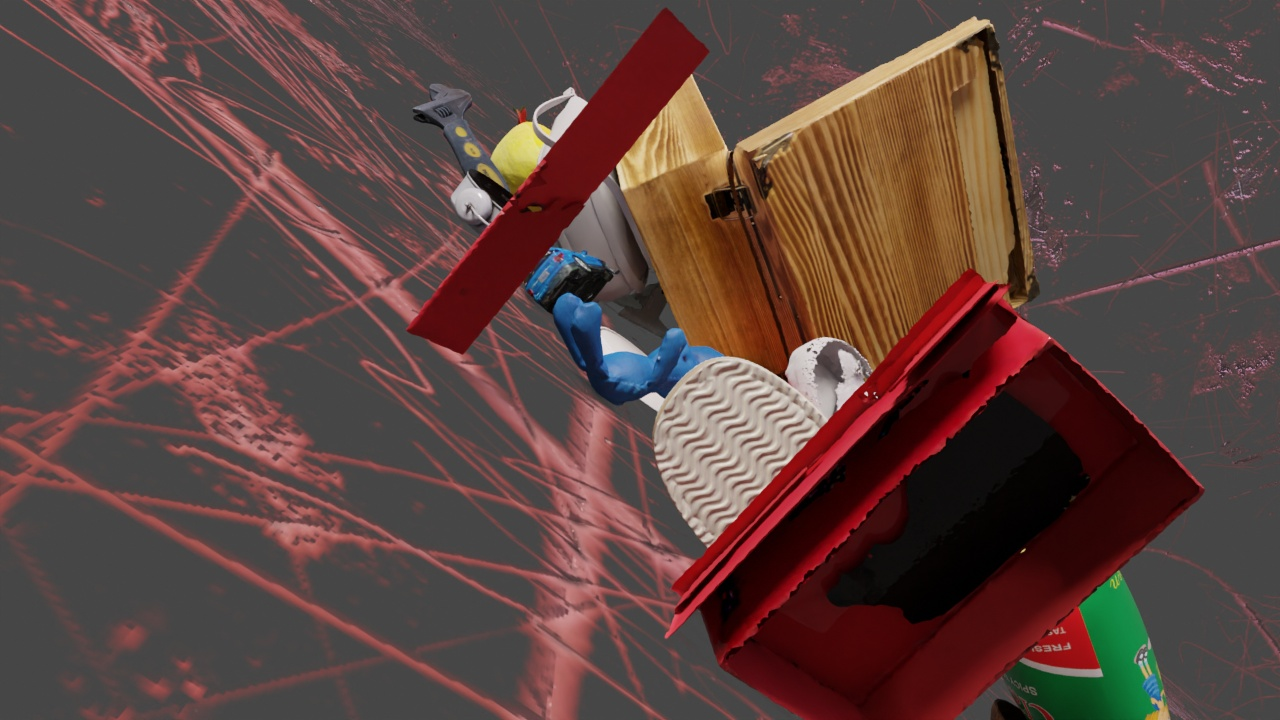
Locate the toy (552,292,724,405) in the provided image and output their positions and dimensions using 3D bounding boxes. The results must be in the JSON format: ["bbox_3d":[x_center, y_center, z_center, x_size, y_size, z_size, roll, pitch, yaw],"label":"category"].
[{"bbox_3d":[0.011,0.006,0.666,0.176,0.071,0.113,18,10,-38],"label":"toy"}]

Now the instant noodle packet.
[{"bbox_3d":[0.275,0.178,0.602,0.195,0.090,0.252,8,64,-78],"label":"instant noodle packet"}]

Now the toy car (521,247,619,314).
[{"bbox_3d":[-0.061,-0.071,0.786,0.043,0.056,0.120,42,12,12],"label":"toy car"}]

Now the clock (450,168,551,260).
[{"bbox_3d":[-0.129,-0.129,0.835,0.094,0.035,0.122,39,12,-13],"label":"clock"}]

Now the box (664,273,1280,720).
[{"bbox_3d":[0.139,0.095,0.398,0.164,0.214,0.153,36,11,-25],"label":"box"}]

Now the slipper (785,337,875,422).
[{"bbox_3d":[0.181,0.092,0.739,0.247,0.075,0.112,62,37,-18],"label":"slipper"}]

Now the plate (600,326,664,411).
[{"bbox_3d":[-0.005,0.004,0.794,0.134,0.011,0.134,39,11,-9],"label":"plate"}]

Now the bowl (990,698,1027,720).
[{"bbox_3d":[0.271,0.279,0.620,0.114,0.026,0.102,28,17,-53],"label":"bowl"}]

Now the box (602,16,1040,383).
[{"bbox_3d":[0.172,-0.133,0.846,0.285,0.335,0.279,-96,165,-55],"label":"box"}]

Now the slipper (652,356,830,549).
[{"bbox_3d":[0.111,0.102,0.563,0.263,0.115,0.052,45,-3,-12],"label":"slipper"}]

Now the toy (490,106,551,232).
[{"bbox_3d":[-0.100,-0.187,1.035,0.207,0.092,0.134,53,0,10],"label":"toy"}]

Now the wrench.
[{"bbox_3d":[-0.194,-0.240,1.018,0.073,0.022,0.273,-14,46,-22],"label":"wrench"}]

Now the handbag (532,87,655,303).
[{"bbox_3d":[-0.036,-0.189,0.947,0.222,0.096,0.216,-82,154,-50],"label":"handbag"}]

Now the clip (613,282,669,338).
[{"bbox_3d":[0.003,-0.060,1.014,0.058,0.052,0.102,1,-13,32],"label":"clip"}]
